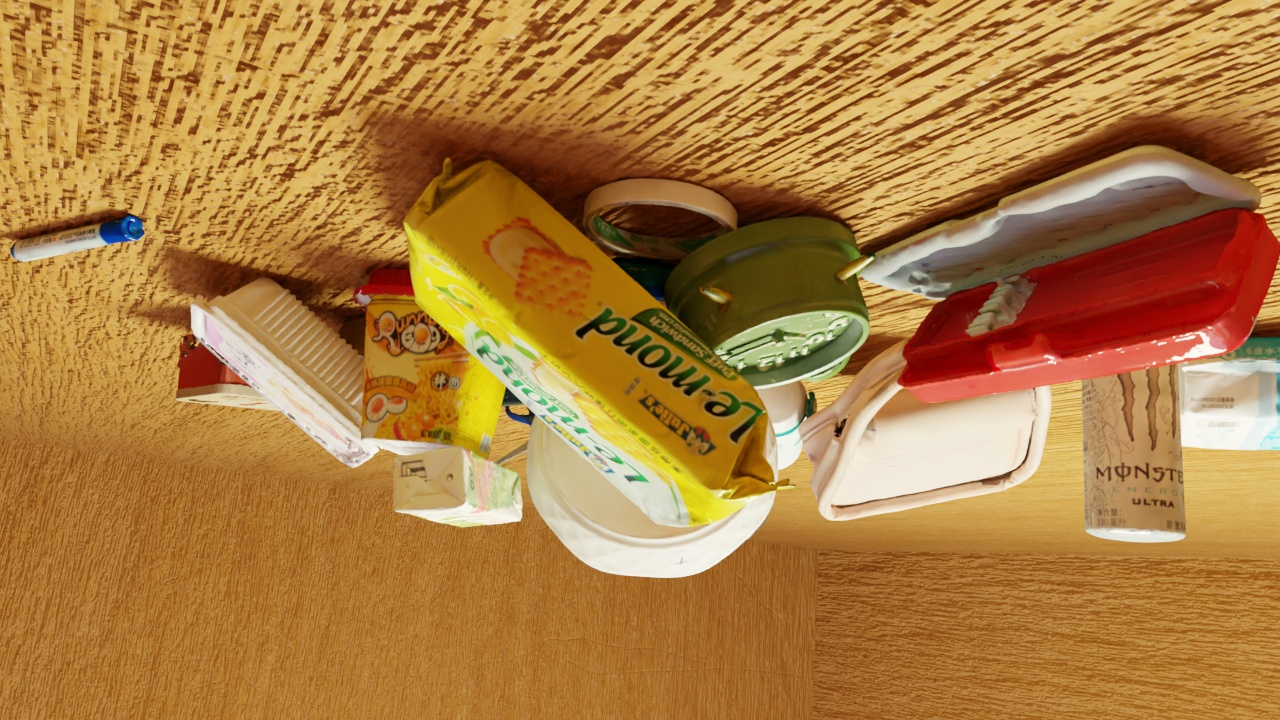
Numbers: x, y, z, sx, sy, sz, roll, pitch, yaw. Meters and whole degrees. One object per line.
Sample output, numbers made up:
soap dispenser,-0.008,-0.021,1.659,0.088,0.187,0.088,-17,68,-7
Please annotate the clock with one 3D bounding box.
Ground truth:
clock,0.075,-0.021,0.545,0.116,0.056,0.161,-11,157,-3

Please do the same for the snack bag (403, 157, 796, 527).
snack bag,-0.030,-0.002,0.518,0.246,0.068,0.158,43,163,0

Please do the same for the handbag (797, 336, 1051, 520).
handbag,0.230,0.039,0.722,0.193,0.093,0.234,-12,152,0

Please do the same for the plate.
plate,0.009,0.067,0.729,0.205,0.204,0.046,4,151,4

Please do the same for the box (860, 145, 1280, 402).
box,0.198,-0.049,0.472,0.098,0.095,0.202,42,156,-13

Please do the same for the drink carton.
drink carton,-0.128,0.092,0.660,0.053,0.045,0.122,-8,165,9

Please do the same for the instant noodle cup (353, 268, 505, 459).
instant noodle cup,-0.151,0.007,0.683,0.116,0.123,0.116,3,167,9

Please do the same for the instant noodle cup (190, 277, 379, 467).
instant noodle cup,-0.271,0.006,0.736,0.173,0.060,0.138,45,155,-11

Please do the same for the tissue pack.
tissue pack,0.435,0.023,0.655,0.090,0.063,0.140,0,164,28

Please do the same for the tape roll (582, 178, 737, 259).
tape roll,0.011,-0.077,0.512,0.086,0.014,0.086,5,166,1

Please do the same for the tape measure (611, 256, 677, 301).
tape measure,0.007,-0.052,0.573,0.058,0.025,0.054,6,-171,-7

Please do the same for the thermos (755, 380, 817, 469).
thermos,0.134,0.060,0.910,0.073,0.073,0.224,3,166,9

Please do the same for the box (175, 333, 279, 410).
box,-0.350,0.007,0.887,0.091,0.077,0.168,-6,168,35

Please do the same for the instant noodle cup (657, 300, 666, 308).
instant noodle cup,-0.004,0.004,0.666,0.124,0.116,0.117,14,168,12

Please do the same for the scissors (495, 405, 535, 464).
scissors,-0.099,0.071,0.984,0.173,0.012,0.162,-28,-143,-33

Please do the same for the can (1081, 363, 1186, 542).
can,0.325,0.045,0.609,0.058,0.146,0.058,5,167,1

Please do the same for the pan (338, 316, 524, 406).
pan,-0.115,0.036,0.880,0.357,0.078,0.198,12,165,-23

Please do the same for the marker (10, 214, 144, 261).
marker,-0.393,-0.083,0.635,0.146,0.017,0.017,-3,164,31
